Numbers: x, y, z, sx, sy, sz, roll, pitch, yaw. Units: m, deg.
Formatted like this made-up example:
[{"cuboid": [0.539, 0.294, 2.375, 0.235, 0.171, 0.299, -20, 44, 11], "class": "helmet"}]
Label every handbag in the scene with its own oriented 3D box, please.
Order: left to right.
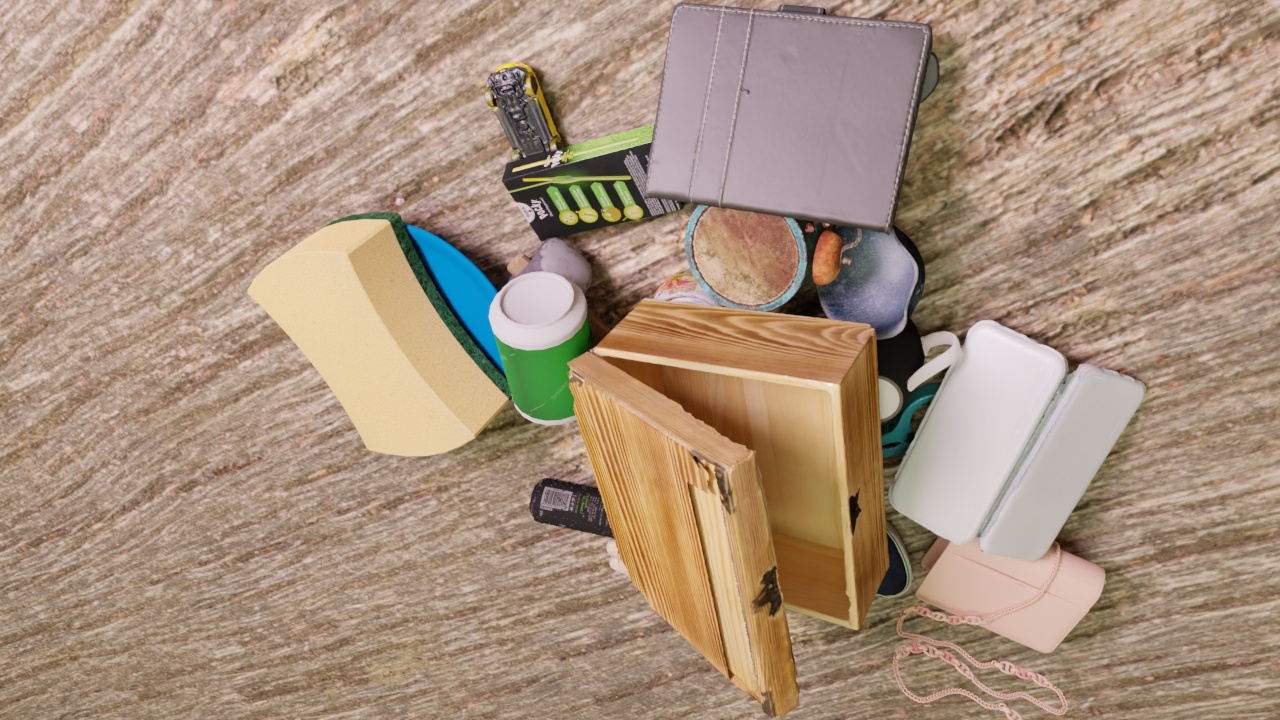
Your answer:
[{"cuboid": [0.372, 0.260, 0.908, 0.199, 0.186, 0.117, 23, 132, 7], "class": "handbag"}]

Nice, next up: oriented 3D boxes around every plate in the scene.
[{"cuboid": [-0.210, -0.050, 0.957, 0.224, 0.024, 0.225, 21, 136, 21], "class": "plate"}]

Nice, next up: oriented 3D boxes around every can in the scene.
[{"cuboid": [-0.087, -0.009, 0.856, 0.088, 0.087, 0.140, 7, 140, 12], "class": "can"}, {"cuboid": [-0.057, 0.172, 1.057, 0.138, 0.053, 0.054, 10, 124, 10], "class": "can"}, {"cuboid": [0.050, -0.039, 0.898, 0.086, 0.043, 0.086, 7, 125, 10], "class": "can"}]

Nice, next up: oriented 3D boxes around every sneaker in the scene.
[{"cuboid": [0.206, 0.184, 0.974, 0.084, 0.078, 0.235, -33, 108, 30], "class": "sneaker"}]

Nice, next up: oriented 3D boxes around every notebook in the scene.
[{"cuboid": [0.114, -0.199, 0.739, 0.209, 0.029, 0.169, 12, 96, 15], "class": "notebook"}]

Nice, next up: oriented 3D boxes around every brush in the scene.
[{"cuboid": [-0.267, -0.020, 0.948, 0.195, 0.075, 0.250, -10, 120, 42], "class": "brush"}]

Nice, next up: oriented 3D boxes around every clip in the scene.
[{"cuboid": [0.279, 0.079, 0.920, 0.119, 0.033, 0.121, 26, 125, -6], "class": "clip"}]

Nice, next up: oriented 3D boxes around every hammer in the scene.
[{"cuboid": [-0.006, 0.005, 0.939, 0.328, 0.052, 0.098, 41, 139, -18], "class": "hammer"}]

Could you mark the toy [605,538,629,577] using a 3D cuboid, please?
[{"cuboid": [0.013, 0.238, 1.085, 0.115, 0.046, 0.092, 3, 127, 24], "class": "toy"}]

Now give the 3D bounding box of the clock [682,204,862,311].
[{"cuboid": [0.121, -0.112, 0.806, 0.158, 0.073, 0.121, -14, 106, 37], "class": "clock"}]

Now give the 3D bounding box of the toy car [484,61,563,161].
[{"cuboid": [-0.103, -0.217, 0.836, 0.049, 0.030, 0.107, -8, 124, 19], "class": "toy car"}]

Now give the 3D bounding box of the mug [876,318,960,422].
[{"cuboid": [0.231, 0.005, 0.839, 0.119, 0.100, 0.085, -12, 118, 22], "class": "mug"}]

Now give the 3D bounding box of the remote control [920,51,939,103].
[{"cuboid": [0.182, -0.242, 0.750, 0.124, 0.009, 0.047, 17, 125, 5], "class": "remote control"}]

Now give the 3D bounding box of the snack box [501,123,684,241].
[{"cuboid": [-0.042, -0.160, 0.842, 0.148, 0.025, 0.080, -10, 139, 21], "class": "snack box"}]

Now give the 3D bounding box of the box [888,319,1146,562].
[{"cuboid": [0.348, 0.083, 0.853, 0.186, 0.084, 0.211, 25, 109, 4], "class": "box"}]

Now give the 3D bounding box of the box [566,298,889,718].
[{"cuboid": [0.058, 0.119, 0.814, 0.259, 0.219, 0.279, 10, 130, 33], "class": "box"}]

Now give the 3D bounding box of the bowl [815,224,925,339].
[{"cuboid": [0.211, -0.074, 0.811, 0.110, 0.055, 0.110, 19, 115, 48], "class": "bowl"}]
